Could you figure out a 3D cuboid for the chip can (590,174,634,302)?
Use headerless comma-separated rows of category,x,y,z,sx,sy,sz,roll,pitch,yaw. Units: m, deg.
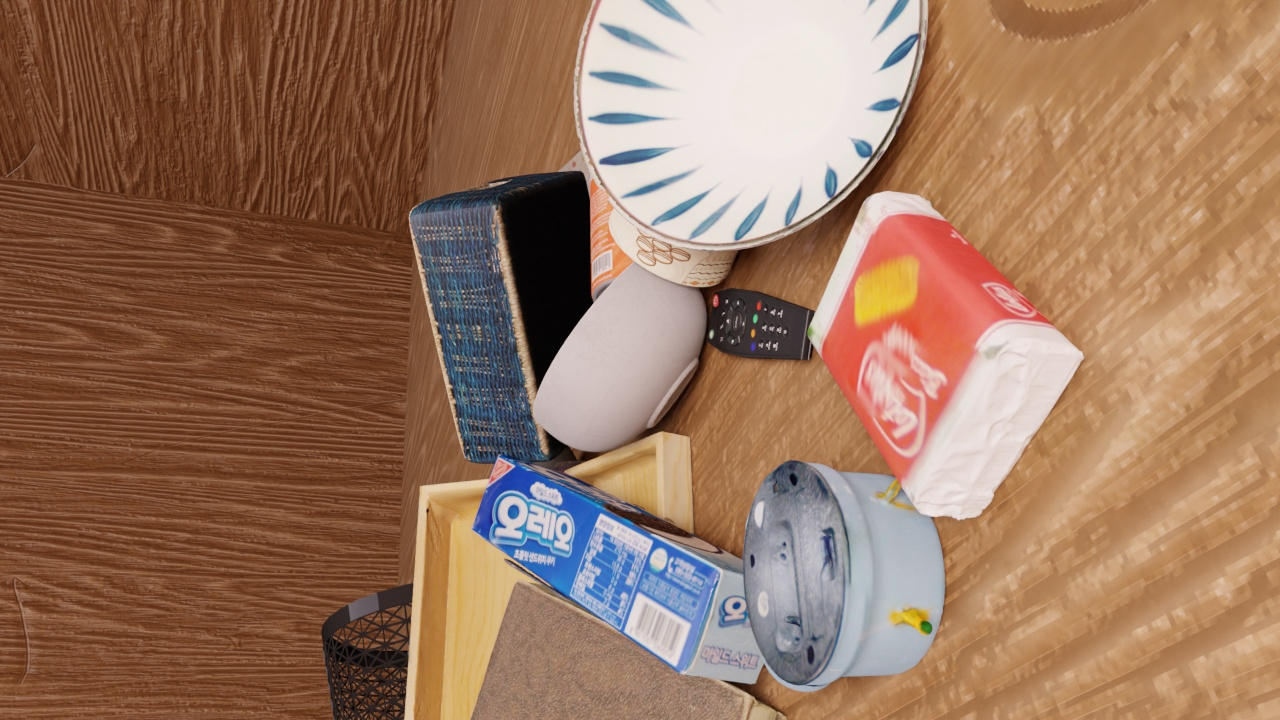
chip can,-0.007,-0.141,0.692,0.062,0.062,0.210,132,140,-60

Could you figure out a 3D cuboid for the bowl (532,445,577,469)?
bowl,-0.091,0.147,0.817,0.150,0.057,0.151,-52,-13,-17

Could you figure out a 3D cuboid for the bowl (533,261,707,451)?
bowl,-0.003,0.003,0.585,0.131,0.064,0.132,-53,-8,-11

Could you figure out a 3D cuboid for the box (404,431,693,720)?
box,-0.061,0.197,0.643,0.262,0.096,0.247,-19,64,38

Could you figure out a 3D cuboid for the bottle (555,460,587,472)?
bottle,-0.052,0.164,0.743,0.057,0.056,0.162,144,130,-66

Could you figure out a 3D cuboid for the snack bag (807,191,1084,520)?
snack bag,0.108,-0.006,0.350,0.115,0.036,0.077,-109,31,-52

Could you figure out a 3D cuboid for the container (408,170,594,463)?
container,-0.081,-0.036,0.669,0.145,0.071,0.187,-42,-54,-61

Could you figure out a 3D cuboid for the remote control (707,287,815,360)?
remote control,0.067,-0.020,0.517,0.125,0.010,0.039,-159,76,-71

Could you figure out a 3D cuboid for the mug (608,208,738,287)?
mug,0.042,-0.116,0.556,0.097,0.081,0.121,-61,1,34

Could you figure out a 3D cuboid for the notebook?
notebook,-0.034,0.242,0.517,0.216,0.034,0.190,11,80,49

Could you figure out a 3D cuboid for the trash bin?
trash bin,-0.153,0.337,0.779,0.218,0.216,0.243,121,143,-52

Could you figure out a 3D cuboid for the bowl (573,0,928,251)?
bowl,0.058,-0.136,0.439,0.178,0.070,0.177,-2,87,34

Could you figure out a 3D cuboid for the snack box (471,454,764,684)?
snack box,-0.018,0.112,0.532,0.227,0.059,0.059,14,84,52

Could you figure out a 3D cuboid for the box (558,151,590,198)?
box,-0.045,-0.124,0.848,0.216,0.042,0.148,177,102,-72

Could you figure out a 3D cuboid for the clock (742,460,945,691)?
clock,0.077,0.092,0.389,0.125,0.051,0.088,129,141,-60
